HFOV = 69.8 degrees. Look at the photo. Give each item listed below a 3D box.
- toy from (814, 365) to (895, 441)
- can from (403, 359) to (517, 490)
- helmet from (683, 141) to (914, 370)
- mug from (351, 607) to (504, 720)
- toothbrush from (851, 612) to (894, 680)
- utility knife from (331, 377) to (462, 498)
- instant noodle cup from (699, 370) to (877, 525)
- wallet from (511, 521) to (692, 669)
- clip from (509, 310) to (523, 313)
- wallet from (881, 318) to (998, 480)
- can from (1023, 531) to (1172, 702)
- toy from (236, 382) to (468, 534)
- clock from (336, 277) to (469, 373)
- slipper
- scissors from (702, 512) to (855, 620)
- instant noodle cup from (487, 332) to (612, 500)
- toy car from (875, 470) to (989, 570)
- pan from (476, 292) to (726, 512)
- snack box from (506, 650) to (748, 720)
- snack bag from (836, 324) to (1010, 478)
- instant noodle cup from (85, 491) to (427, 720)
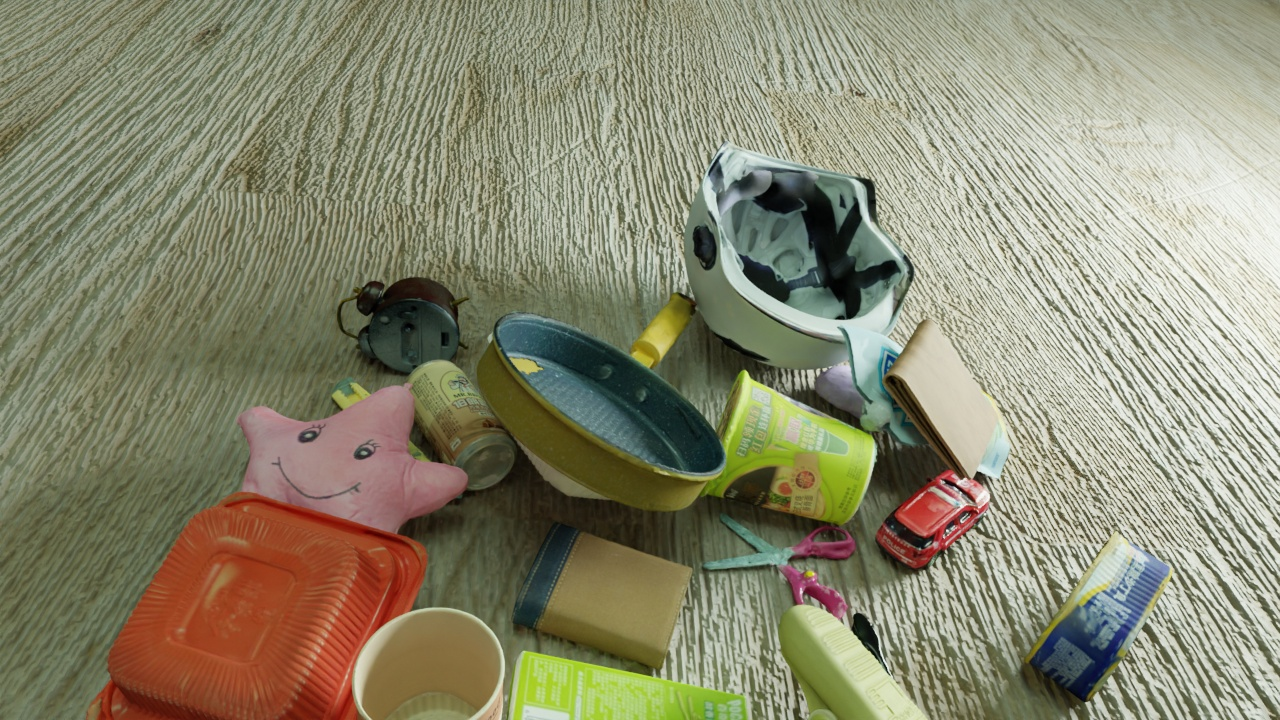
[{"bbox_3d":[0.221,0.034,0.887,0.108,0.039,0.083,26,37,31],"label":"toy"},{"bbox_3d":[-0.155,0.054,0.778,0.058,0.059,0.116,-17,45,-29],"label":"can"},{"bbox_3d":[0.140,-0.086,0.934,0.228,0.146,0.258,5,55,-21],"label":"helmet"},{"bbox_3d":[-0.132,0.218,0.530,0.082,0.106,0.114,30,43,26],"label":"mug"},{"bbox_3d":[0.184,0.254,0.621,0.014,0.018,0.189,-5,43,-15],"label":"toothbrush"},{"bbox_3d":[-0.214,0.068,0.791,0.030,0.020,0.188,-31,56,-32],"label":"utility knife"},{"bbox_3d":[0.125,0.080,0.763,0.123,0.112,0.111,19,38,2],"label":"instant noodle cup"},{"bbox_3d":[-0.026,0.171,0.674,0.115,0.033,0.090,15,41,8],"label":"wallet"},{"bbox_3d":[-0.118,-0.036,0.934,0.027,0.045,0.058,-14,33,-22],"label":"clip"},{"bbox_3d":[0.261,0.032,0.787,0.115,0.020,0.101,53,45,-5],"label":"wallet"},{"bbox_3d":[0.342,0.188,0.682,0.049,0.075,0.147,36,45,27],"label":"can"},{"bbox_3d":[-0.234,0.083,0.708,0.195,0.075,0.178,21,55,12],"label":"toy"},{"bbox_3d":[-0.223,-0.035,0.863,0.122,0.082,0.055,3,33,-8],"label":"clock"},{"bbox_3d":[0.141,0.246,0.576,0.091,0.082,0.190,16,32,-55],"label":"slipper"},{"bbox_3d":[0.118,0.156,0.733,0.130,0.017,0.133,-27,46,-34],"label":"scissors"},{"bbox_3d":[-0.054,0.052,0.767,0.137,0.060,0.173,15,25,-47],"label":"instant noodle cup"},{"bbox_3d":[0.248,0.129,0.767,0.120,0.045,0.053,-25,50,-38],"label":"toy car"},{"bbox_3d":[-0.004,0.004,0.750,0.197,0.078,0.356,34,16,2],"label":"pan"},{"bbox_3d":[-0.006,0.237,0.571,0.156,0.026,0.085,14,37,-11],"label":"snack box"},{"bbox_3d":[0.253,0.037,0.817,0.190,0.039,0.110,21,57,-31],"label":"snack bag"},{"bbox_3d":[-0.242,0.168,0.573,0.164,0.079,0.188,12,57,9],"label":"instant noodle cup"}]
